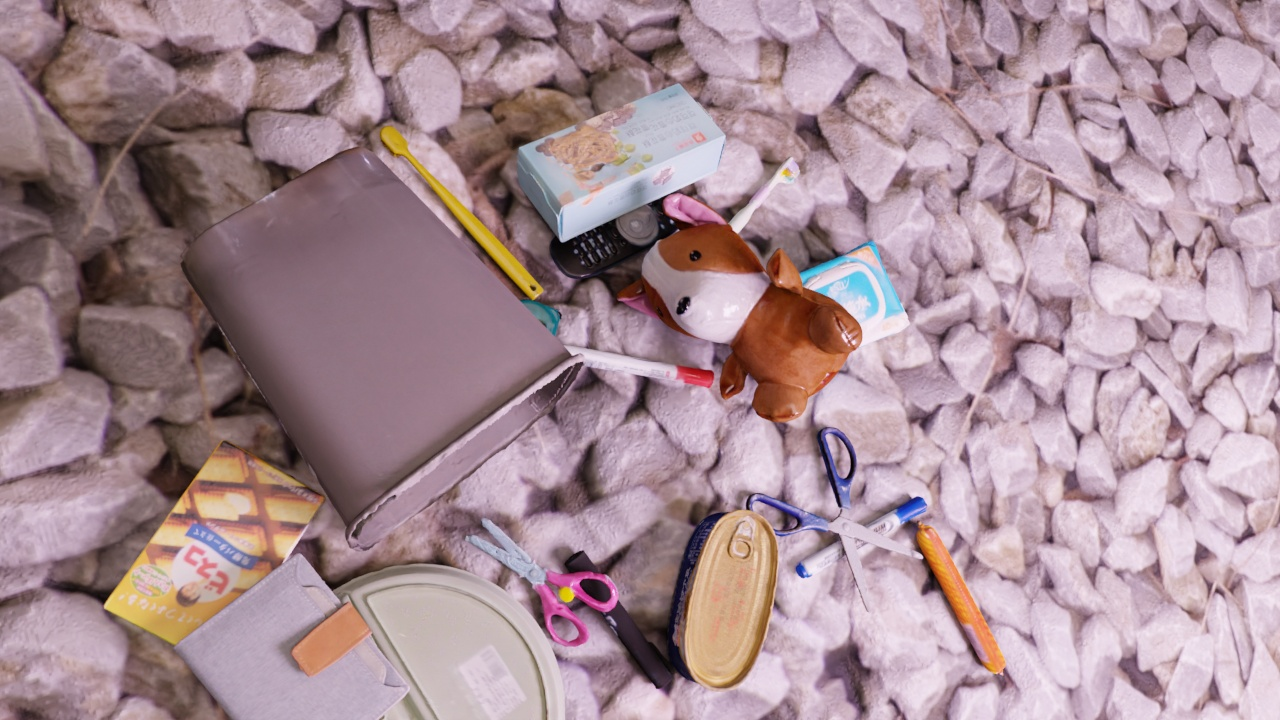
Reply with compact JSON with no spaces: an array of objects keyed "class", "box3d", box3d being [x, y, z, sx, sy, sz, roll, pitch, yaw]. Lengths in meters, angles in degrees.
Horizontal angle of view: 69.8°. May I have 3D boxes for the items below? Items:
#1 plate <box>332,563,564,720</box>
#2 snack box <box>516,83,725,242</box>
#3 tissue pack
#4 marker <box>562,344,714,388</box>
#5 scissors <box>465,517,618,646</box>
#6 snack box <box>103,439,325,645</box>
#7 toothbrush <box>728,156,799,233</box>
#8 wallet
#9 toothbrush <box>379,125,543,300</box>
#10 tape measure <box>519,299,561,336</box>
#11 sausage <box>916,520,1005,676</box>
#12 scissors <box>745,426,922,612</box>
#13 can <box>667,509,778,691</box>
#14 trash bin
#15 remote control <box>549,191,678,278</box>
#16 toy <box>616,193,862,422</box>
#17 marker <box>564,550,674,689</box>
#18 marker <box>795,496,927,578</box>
[{"class":"plate","box3d":[-0.168,0.268,0.682,0.230,0.028,0.230,4,75,-13]},{"class":"snack box","box3d":[-0.016,-0.176,0.805,0.174,0.052,0.074,-28,66,-20]},{"class":"tissue pack","box3d":[0.177,-0.048,0.849,0.139,0.063,0.090,-23,87,-20]},{"class":"marker","box3d":[-0.005,0.005,0.806,0.145,0.017,0.017,10,77,-16]},{"class":"scissors","box3d":[-0.089,0.182,0.744,0.137,0.017,0.077,28,98,-1]},{"class":"snack box","box3d":[-0.308,0.139,0.674,0.087,0.034,0.140,33,73,-9]},{"class":"toothbrush","box3d":[0.088,-0.122,0.859,0.020,0.029,0.189,29,68,34]},{"class":"wallet","box3d":[-0.240,0.215,0.642,0.106,0.037,0.129,-39,89,-20]},{"class":"toothbrush","box3d":[-0.153,-0.124,0.783,0.190,0.017,0.015,47,69,-6]},{"class":"tape measure","box3d":[-0.097,-0.024,0.776,0.054,0.025,0.058,20,74,-15]},{"class":"sausage","box3d":[0.300,0.223,0.861,0.021,0.021,0.165,-27,90,-21]},{"class":"scissors","box3d":[0.176,0.139,0.830,0.176,0.012,0.162,12,68,-8]},{"class":"can","box3d":[0.069,0.200,0.776,0.074,0.049,0.148,18,75,-15]},{"class":"trash bin","box3d":[-0.190,-0.008,0.662,0.198,0.199,0.220,-39,87,-21]},{"class":"remote control","box3d":[-0.020,-0.113,0.818,0.136,0.024,0.053,-30,84,-21]},{"class":"toy","box3d":[0.077,-0.041,0.762,0.199,0.140,0.130,41,27,14]},{"class":"marker","box3d":[-0.017,0.214,0.761,0.022,0.020,0.132,-37,93,-27]},{"class":"marker","box3d":[0.204,0.162,0.844,0.145,0.017,0.017,-23,88,-20]}]
